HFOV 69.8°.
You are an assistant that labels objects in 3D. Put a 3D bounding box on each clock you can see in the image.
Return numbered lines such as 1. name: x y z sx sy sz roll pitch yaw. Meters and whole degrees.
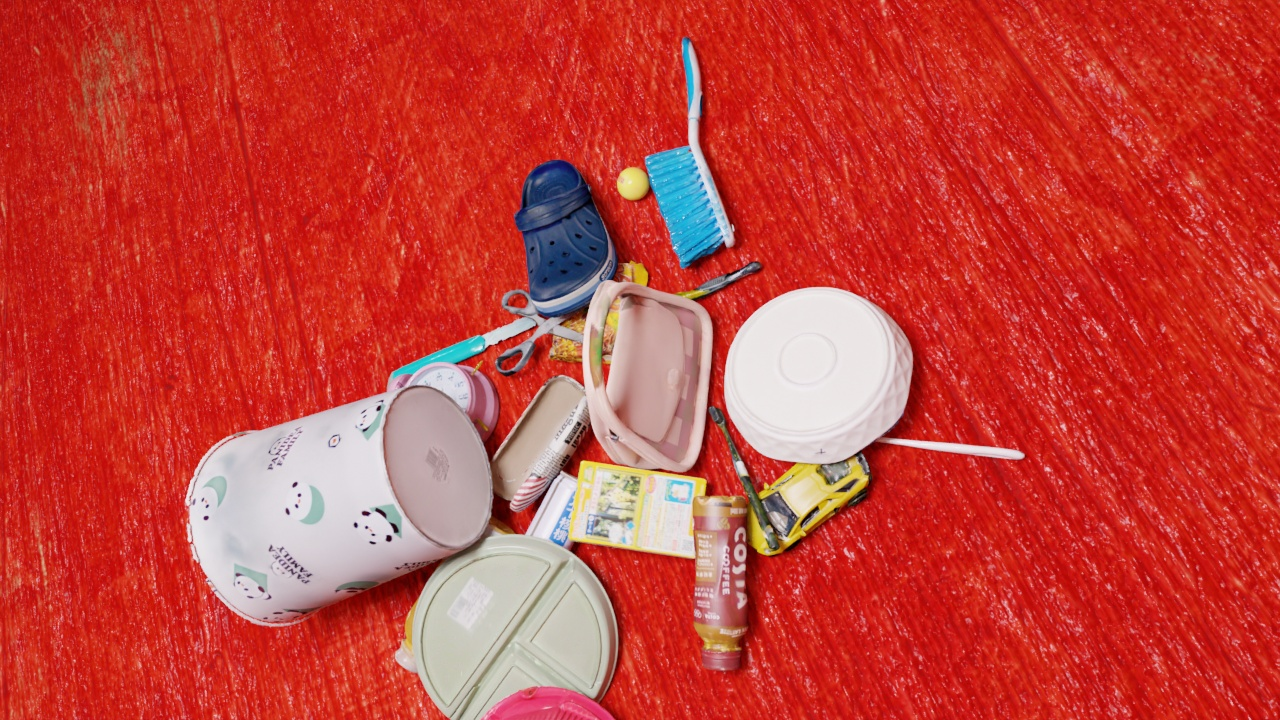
1. clock: -0.255 0.063 1.130 0.159 0.060 0.117 -17 69 17

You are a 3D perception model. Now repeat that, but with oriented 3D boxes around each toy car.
1. toy car: 0.171 0.145 0.961 0.156 0.041 0.071 -39 64 7

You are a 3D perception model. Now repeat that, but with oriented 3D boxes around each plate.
1. plate: -0.139 0.304 0.990 0.230 0.027 0.230 0 90 5
2. plate: 0.181 0.008 0.973 0.205 0.045 0.204 -12 58 21

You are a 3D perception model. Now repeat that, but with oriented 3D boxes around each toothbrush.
1. toothbrush: 0.108 0.121 0.977 0.012 0.017 0.185 -32 50 14
2. toothbrush: 0.299 0.084 0.946 0.180 0.016 0.016 6 70 22

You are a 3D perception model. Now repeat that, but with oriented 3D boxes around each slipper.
1. slipper: -0.096 -0.164 1.090 0.105 0.095 0.252 -20 47 11

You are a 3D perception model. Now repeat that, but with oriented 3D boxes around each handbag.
1. handbag: -0.006 0.006 0.959 0.093 0.234 0.193 1 73 24

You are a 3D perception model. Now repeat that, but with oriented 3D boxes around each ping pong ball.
1. ping pong ball: -0.009 -0.218 1.134 0.040 0.040 0.040 -6 72 18

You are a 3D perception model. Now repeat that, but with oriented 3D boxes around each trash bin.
1. trash bin: -0.317 0.152 1.014 0.252 0.229 0.229 -20 68 22

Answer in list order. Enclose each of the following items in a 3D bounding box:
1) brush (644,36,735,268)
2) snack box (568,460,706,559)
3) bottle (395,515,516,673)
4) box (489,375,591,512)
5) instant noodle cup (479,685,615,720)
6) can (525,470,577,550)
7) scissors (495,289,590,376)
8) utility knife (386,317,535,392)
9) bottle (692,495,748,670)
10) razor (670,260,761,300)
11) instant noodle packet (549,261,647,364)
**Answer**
1. brush: 0.054 -0.260 1.122 0.109 0.060 0.314 -20 66 7
2. snack box: -0.003 0.163 0.997 0.140 0.034 0.086 9 76 -2
3. bottle: -0.213 0.267 1.047 0.068 0.068 0.189 32 87 25
4. box: -0.109 0.096 1.052 0.076 0.087 0.162 38 84 -14
5. instant noodle cup: -0.099 0.437 0.932 0.194 0.066 0.194 0 87 9
6. can: -0.099 0.195 1.036 0.053 0.053 0.134 25 84 24
7. scissors: -0.114 -0.042 1.101 0.181 0.014 0.159 -43 56 17
8. utility knife: -0.231 -0.009 1.167 0.222 0.013 0.029 -22 70 15
9. bottle: 0.083 0.228 0.951 0.057 0.057 0.174 -3 82 19
10. razor: 0.075 -0.085 1.072 0.143 0.042 0.022 -19 87 8
11. instant noodle packet: -0.052 -0.060 1.102 0.111 0.044 0.128 3 75 18
